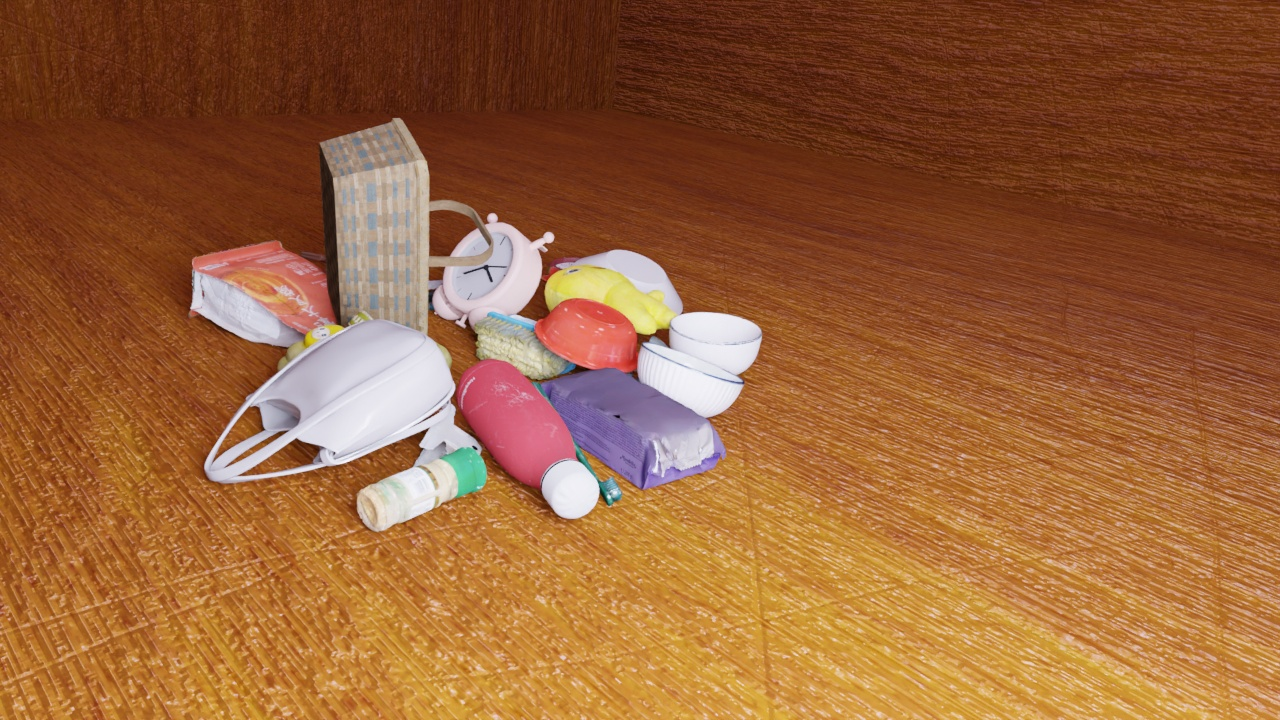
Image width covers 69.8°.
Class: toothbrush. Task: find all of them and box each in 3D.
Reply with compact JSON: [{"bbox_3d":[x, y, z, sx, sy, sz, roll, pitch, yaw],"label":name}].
[{"bbox_3d":[-0.065,0.075,0.884,0.017,0.016,0.190,-24,42,-16],"label":"toothbrush"}]

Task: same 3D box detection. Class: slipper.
[{"bbox_3d":[-0.299,-0.011,1.013,0.190,0.082,0.092,-6,27,-33],"label":"slipper"}]

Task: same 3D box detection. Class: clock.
[{"bbox_3d":[-0.098,-0.129,1.406,0.087,0.044,0.124,7,23,5],"label":"clock"},{"bbox_3d":[-0.193,-0.109,1.226,0.131,0.086,0.160,23,73,38],"label":"clock"}]

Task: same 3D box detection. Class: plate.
[{"bbox_3d":[-0.012,-0.122,1.346,0.174,0.036,0.173,18,29,-11],"label":"plate"}]

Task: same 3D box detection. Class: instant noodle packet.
[{"bbox_3d":[-0.426,-0.072,1.164,0.221,0.084,0.164,20,20,13],"label":"instant noodle packet"}]

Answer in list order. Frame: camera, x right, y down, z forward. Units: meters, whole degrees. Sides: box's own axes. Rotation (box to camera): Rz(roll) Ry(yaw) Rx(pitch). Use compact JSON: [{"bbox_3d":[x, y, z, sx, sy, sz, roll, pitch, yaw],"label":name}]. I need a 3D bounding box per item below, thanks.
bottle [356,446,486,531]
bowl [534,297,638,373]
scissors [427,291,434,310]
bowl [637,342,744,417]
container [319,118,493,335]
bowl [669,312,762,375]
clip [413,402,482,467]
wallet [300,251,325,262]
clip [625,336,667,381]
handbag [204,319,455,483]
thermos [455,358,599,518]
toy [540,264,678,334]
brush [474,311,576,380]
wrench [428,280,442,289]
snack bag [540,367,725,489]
[{"bbox_3d":[-0.185,0.110,0.783,0.043,0.043,0.110,22,28,36],"label":"bottle"},{"bbox_3d":[-0.055,-0.036,1.060,0.130,0.045,0.130,19,21,-8],"label":"bowl"},{"bbox_3d":[-0.249,-0.091,1.309,0.150,0.019,0.130,8,22,9],"label":"scissors"},{"bbox_3d":[0.046,0.030,0.988,0.118,0.062,0.118,21,7,-3],"label":"bowl"},{"bbox_3d":[-0.280,-0.153,1.115,0.186,0.250,0.157,-8,37,-24],"label":"container"},{"bbox_3d":[0.090,-0.013,1.127,0.113,0.063,0.113,4,22,-2],"label":"bowl"},{"bbox_3d":[-0.187,0.081,0.882,0.058,0.054,0.102,-27,18,13],"label":"clip"},{"bbox_3d":[-0.402,-0.133,1.281,0.120,0.013,0.087,13,1,-38],"label":"wallet"},{"bbox_3d":[-0.019,0.005,1.107,0.106,0.028,0.163,3,21,-1],"label":"clip"},{"bbox_3d":[-0.303,0.049,0.863,0.222,0.096,0.216,-35,32,-28],"label":"handbag"},{"bbox_3d":[-0.104,0.072,0.852,0.073,0.073,0.240,-6,25,-27],"label":"thermos"},{"bbox_3d":[-0.045,-0.075,1.201,0.208,0.092,0.133,14,18,40],"label":"toy"},{"bbox_3d":[-0.128,-0.019,1.101,0.136,0.055,0.075,19,30,30],"label":"brush"},{"bbox_3d":[-0.307,-0.111,1.341,0.272,0.018,0.087,-9,14,-39],"label":"wrench"},{"bbox_3d":[-0.017,0.058,0.928,0.096,0.058,0.205,-13,28,-37],"label":"snack bag"}]
